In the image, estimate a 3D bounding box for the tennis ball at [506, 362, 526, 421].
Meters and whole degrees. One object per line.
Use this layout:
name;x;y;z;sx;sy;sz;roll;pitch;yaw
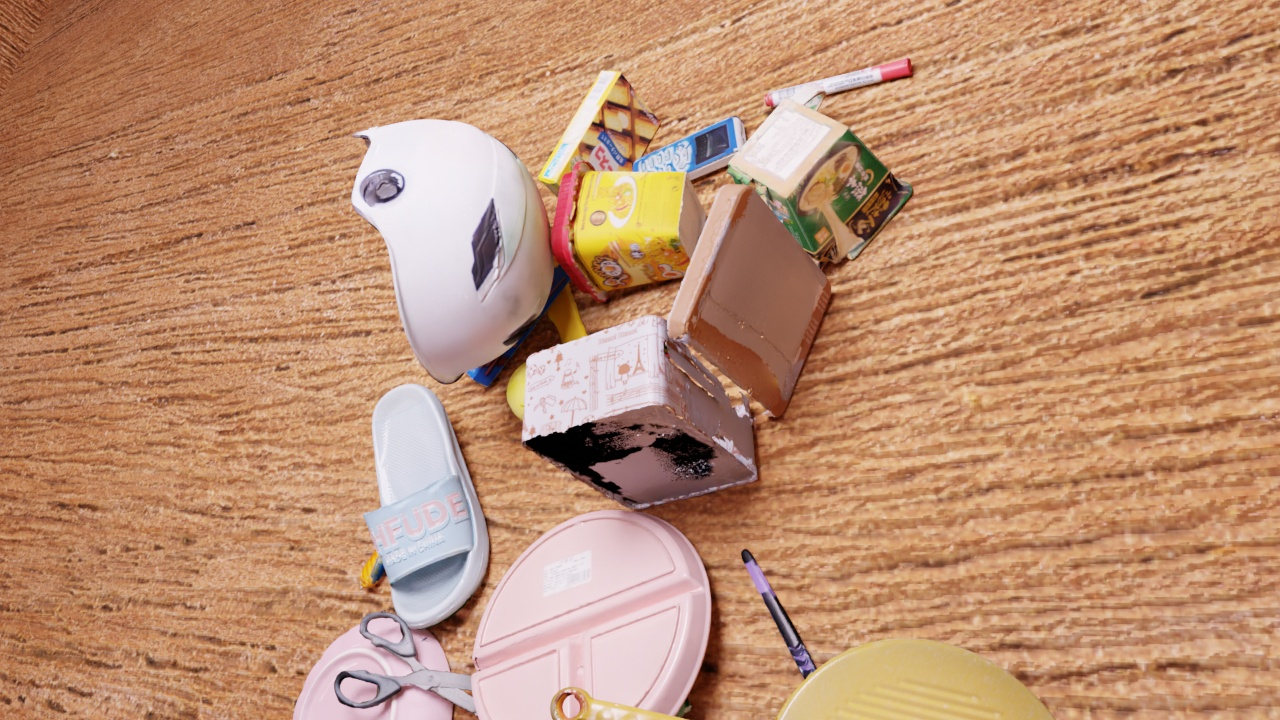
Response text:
tennis ball;-0.096;0.031;0.885;0.066;0.065;0.065;-16;57;26

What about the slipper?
slipper;-0.216;0.131;0.884;0.104;0.074;0.245;-22;66;11

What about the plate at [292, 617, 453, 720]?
plate;-0.259;0.330;0.846;0.193;0.039;0.192;-16;57;26

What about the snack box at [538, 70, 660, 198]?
snack box;-0.042;-0.225;0.976;0.034;0.087;0.140;24;80;40

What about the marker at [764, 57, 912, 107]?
marker;0.190;-0.269;0.892;0.145;0.017;0.017;-5;62;32

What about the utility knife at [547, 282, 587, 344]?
utility knife;-0.063;-0.007;0.916;0.033;0.015;0.223;-33;49;14

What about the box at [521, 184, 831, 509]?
box;0.043;0.008;0.731;0.270;0.179;0.136;-44;49;7

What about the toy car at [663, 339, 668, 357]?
toy car;-0.005;0.005;0.861;0.049;0.031;0.106;17;63;32

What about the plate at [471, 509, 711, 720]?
plate;-0.049;0.221;0.748;0.230;0.028;0.229;-23;43;23

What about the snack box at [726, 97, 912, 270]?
snack box;0.148;-0.160;0.801;0.117;0.105;0.118;-49;50;1

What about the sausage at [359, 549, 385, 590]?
sausage;-0.237;0.164;0.935;0.021;0.021;0.165;30;84;40

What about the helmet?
helmet;-0.158;-0.115;0.869;0.146;0.229;0.258;-19;51;1

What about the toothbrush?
toothbrush;0.116;0.214;0.677;0.014;0.016;0.189;-38;49;11

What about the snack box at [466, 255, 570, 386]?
snack box;-0.141;-0.057;0.977;0.157;0.026;0.084;-52;45;6

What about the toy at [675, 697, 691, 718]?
toy;0.003;0.265;0.715;0.092;0.030;0.096;-18;59;29

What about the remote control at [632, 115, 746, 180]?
remote control;0.050;-0.207;0.946;0.125;0.024;0.049;-19;56;25

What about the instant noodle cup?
instant noodle cup;-0.007;-0.128;0.891;0.124;0.116;0.115;-2;64;20

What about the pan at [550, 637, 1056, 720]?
pan;0.097;0.264;0.594;0.358;0.078;0.197;10;63;17

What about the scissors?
scissors;-0.192;0.283;0.808;0.164;0.014;0.164;-30;61;-7

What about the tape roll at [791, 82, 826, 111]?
tape roll;0.139;-0.223;0.860;0.014;0.085;0.086;45;94;8
